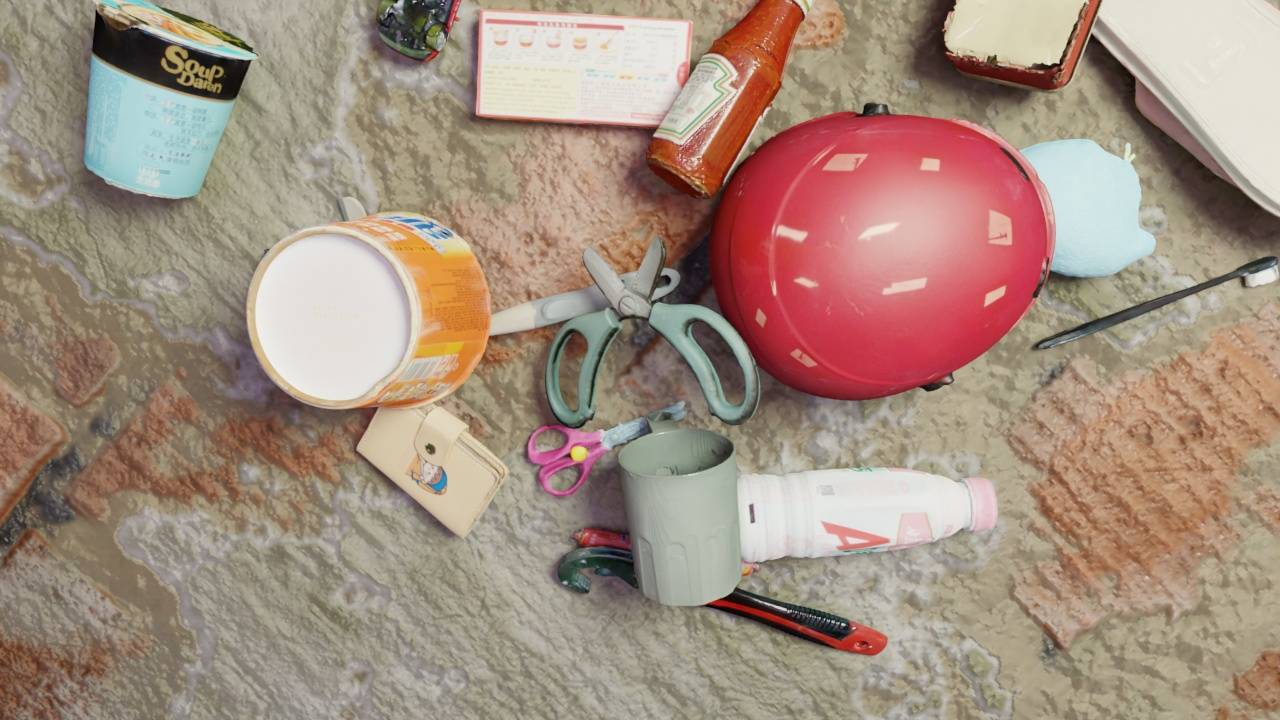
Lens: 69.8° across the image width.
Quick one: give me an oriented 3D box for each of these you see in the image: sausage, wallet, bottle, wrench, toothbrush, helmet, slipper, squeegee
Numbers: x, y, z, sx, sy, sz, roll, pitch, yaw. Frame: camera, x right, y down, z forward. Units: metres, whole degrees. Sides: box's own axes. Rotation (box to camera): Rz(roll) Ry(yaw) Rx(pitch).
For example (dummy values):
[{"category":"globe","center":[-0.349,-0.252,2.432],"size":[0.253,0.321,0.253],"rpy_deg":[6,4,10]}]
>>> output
[{"category":"sausage","center":[0.021,0.155,0.743],"size":[0.156,0.020,0.020],"rpy_deg":[9,100,2]},{"category":"wallet","center":[-0.164,0.076,0.722],"size":[0.115,0.024,0.087],"rpy_deg":[39,116,8]},{"category":"bottle","center":[0.170,0.116,0.705],"size":[0.197,0.068,0.068],"rpy_deg":[-4,100,1]},{"category":"wrench","center":[0.067,0.196,0.742],"size":[0.273,0.016,0.056],"rpy_deg":[14,130,0]},{"category":"toothbrush","center":[0.387,-0.040,0.688],"size":[0.181,0.015,0.018],"rpy_deg":[-19,107,6]},{"category":"helmet","center":[0.158,-0.068,0.617],"size":[0.240,0.143,0.207],"rpy_deg":[-12,99,19]},{"category":"bottle","center":[0.078,-0.212,0.648],"size":[0.060,0.060,0.206],"rpy_deg":[32,89,-2]},{"category":"slipper","center":[0.412,-0.194,0.638],"size":[0.274,0.054,0.114],"rpy_deg":[45,96,7]},{"category":"squeegee","center":[-0.089,-0.033,0.708],"size":[0.247,0.039,0.246],"rpy_deg":[-13,99,6]}]

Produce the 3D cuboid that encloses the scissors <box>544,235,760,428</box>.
[{"category":"scissors","center":[-0.001,0.005,0.662],"size":[0.173,0.019,0.170],"rpy_deg":[45,122,12]}]

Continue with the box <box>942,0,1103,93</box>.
[{"category":"box","center":[0.267,-0.274,0.609],"size":[0.091,0.079,0.168],"rpy_deg":[22,101,26]}]

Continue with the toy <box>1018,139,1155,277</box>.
[{"category":"toy","center":[0.284,-0.104,0.666],"size":[0.161,0.049,0.156],"rpy_deg":[37,110,2]}]

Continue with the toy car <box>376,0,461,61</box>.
[{"category":"toy car","center":[-0.149,-0.278,0.666],"size":[0.053,0.045,0.121],"rpy_deg":[28,107,1]}]

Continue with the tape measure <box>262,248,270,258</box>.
[{"category":"tape measure","center":[-0.271,-0.064,0.720],"size":[0.060,0.029,0.057],"rpy_deg":[24,100,-1]}]

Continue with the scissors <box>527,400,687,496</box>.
[{"category":"scissors","center":[-0.025,0.059,0.734],"size":[0.135,0.017,0.063],"rpy_deg":[-26,89,3]}]

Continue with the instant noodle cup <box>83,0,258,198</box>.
[{"category":"instant noodle cup","center":[-0.352,-0.188,0.669],"size":[0.111,0.111,0.121],"rpy_deg":[25,108,-1]}]

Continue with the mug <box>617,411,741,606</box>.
[{"category":"mug","center":[0.028,0.106,0.679],"size":[0.083,0.124,0.103],"rpy_deg":[-8,107,-5]}]

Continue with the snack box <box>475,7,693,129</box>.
[{"category":"snack box","center":[-0.042,-0.214,0.679],"size":[0.156,0.027,0.077],"rpy_deg":[5,101,3]}]

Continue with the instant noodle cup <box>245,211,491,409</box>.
[{"category":"instant noodle cup","center":[-0.192,-0.033,0.644],"size":[0.151,0.111,0.151],"rpy_deg":[1,96,8]}]
